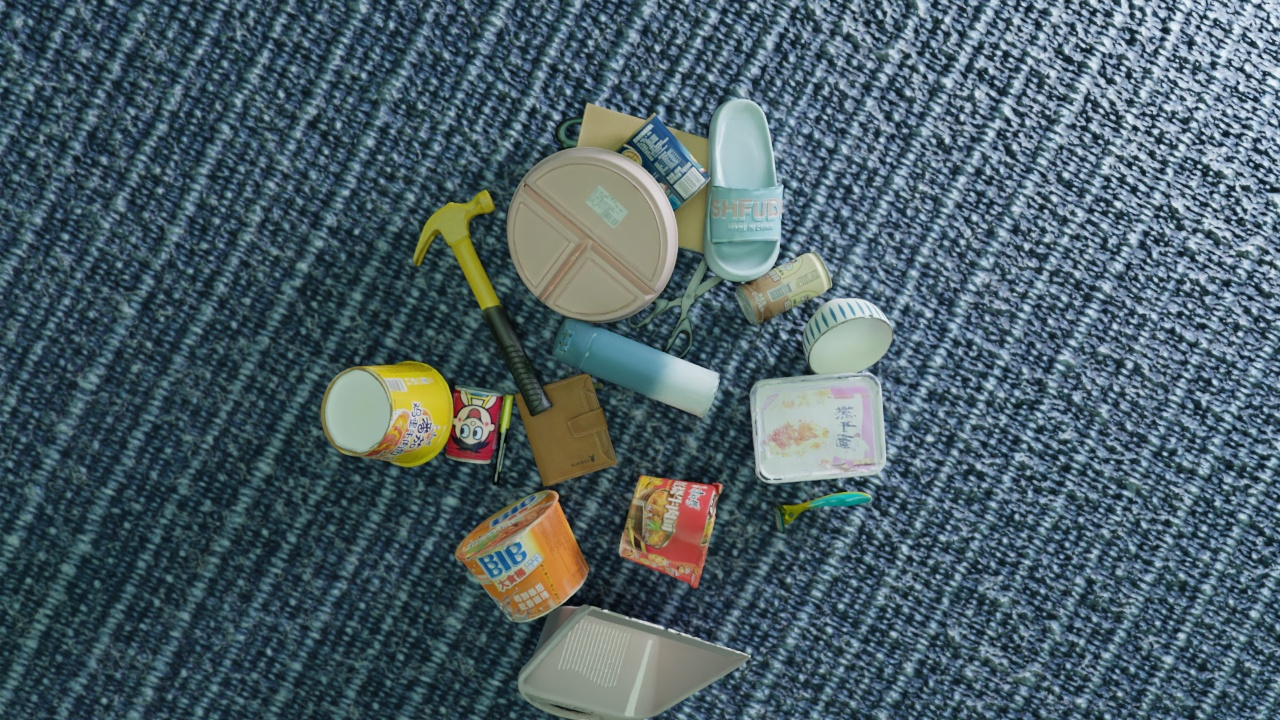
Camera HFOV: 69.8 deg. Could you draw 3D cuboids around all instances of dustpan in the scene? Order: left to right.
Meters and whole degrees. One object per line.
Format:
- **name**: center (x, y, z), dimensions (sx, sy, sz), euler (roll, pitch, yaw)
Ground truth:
- **dustpan**: center (-0.028, 0.394, 1.137), dimensions (0.222, 0.274, 0.138), euler (22, 71, -17)

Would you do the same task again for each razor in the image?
- **razor**: center (0.246, 0.198, 1.240), dimensions (0.132, 0.028, 0.043), euler (-14, 115, 1)

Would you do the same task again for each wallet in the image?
- **wallet**: center (-0.092, 0.089, 1.223), dimensions (0.119, 0.035, 0.130), euler (-18, 92, 5)

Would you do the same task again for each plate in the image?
- **plate**: center (-0.067, -0.155, 1.171), dimensions (0.230, 0.028, 0.230), euler (5, 110, 13)

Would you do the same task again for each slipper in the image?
- **slipper**: center (0.137, -0.223, 1.188), dimensions (0.104, 0.074, 0.245), euler (0, 85, -14)

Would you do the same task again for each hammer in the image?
- **hammer**: center (-0.194, -0.067, 1.198), dimensions (0.129, 0.033, 0.300), euler (-27, 86, 1)

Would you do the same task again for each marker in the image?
- **marker**: center (-0.185, 0.107, 1.224), dimensions (0.015, 0.018, 0.124), euler (9, 92, -1)

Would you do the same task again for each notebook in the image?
- **notebook**: center (0.013, -0.237, 1.209), dimensions (0.211, 0.012, 0.149), euler (13, 90, -12)

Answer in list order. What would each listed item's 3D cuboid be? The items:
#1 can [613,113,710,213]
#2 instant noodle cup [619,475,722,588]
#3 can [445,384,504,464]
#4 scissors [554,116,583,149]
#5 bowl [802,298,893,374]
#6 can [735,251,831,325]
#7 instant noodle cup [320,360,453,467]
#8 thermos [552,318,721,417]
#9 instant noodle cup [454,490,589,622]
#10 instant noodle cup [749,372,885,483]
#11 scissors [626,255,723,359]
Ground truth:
- **can**: center (0.027, -0.247, 1.168), dimensions (0.075, 0.075, 0.111), euler (-43, 100, -1)
- **instant noodle cup**: center (0.037, 0.215, 1.185), dimensions (0.108, 0.138, 0.138), euler (13, 91, 6)
- **can**: center (-0.218, 0.083, 1.197), dimensions (0.066, 0.066, 0.094), euler (10, 91, -3)
- **scissors**: center (-0.060, -0.249, 1.209), dimensions (0.170, 0.019, 0.181), euler (-24, 99, -7)
- **bowl**: center (0.265, -0.039, 1.204), dimensions (0.116, 0.117, 0.066), euler (-14, 50, -2)
- **can**: center (0.189, -0.095, 1.214), dimensions (0.116, 0.058, 0.058), euler (-26, 92, -2)
- **instant noodle cup**: center (-0.321, 0.066, 1.148), dimensions (0.138, 0.109, 0.138), euler (-2, 85, 23)
- **thermos**: center (-0.007, 0.007, 1.204), dimensions (0.220, 0.070, 0.070), euler (21, 90, -4)
- **instant noodle cup**: center (-0.144, 0.253, 1.171), dimensions (0.151, 0.151, 0.111), euler (-30, 101, -2)
- **instant noodle cup**: center (0.231, 0.087, 1.221), dimensions (0.173, 0.060, 0.138), euler (-4, 92, -4)
- **scissors**: center (0.060, -0.079, 1.225), dimensions (0.159, 0.014, 0.176), euler (-1, 95, 0)
